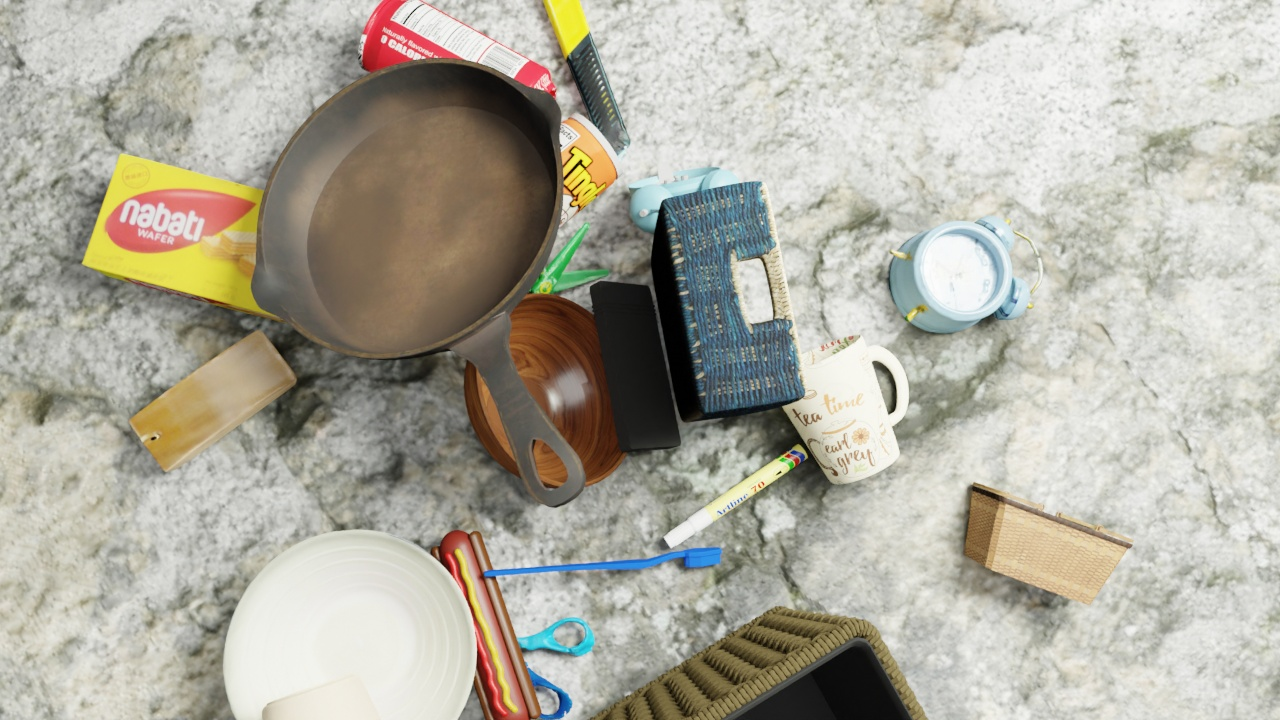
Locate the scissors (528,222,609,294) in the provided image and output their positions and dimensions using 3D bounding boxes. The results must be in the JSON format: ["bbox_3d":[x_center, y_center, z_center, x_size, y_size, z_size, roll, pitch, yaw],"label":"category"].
[{"bbox_3d":[-0.076,-0.051,0.721,0.128,0.012,0.120,-13,122,-31],"label":"scissors"}]

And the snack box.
[{"bbox_3d":[-0.309,-0.087,0.708,0.200,0.042,0.092,15,82,-3],"label":"snack box"}]

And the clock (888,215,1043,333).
[{"bbox_3d":[0.267,-0.071,0.749,0.124,0.052,0.088,-10,83,-5],"label":"clock"}]

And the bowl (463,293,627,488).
[{"bbox_3d":[-0.079,0.029,0.692,0.147,0.069,0.147,19,61,-39],"label":"bowl"}]

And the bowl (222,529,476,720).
[{"bbox_3d":[-0.208,0.212,0.677,0.176,0.058,0.176,1,84,-5],"label":"bowl"}]

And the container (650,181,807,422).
[{"bbox_3d":[0.054,-0.032,0.659,0.071,0.187,0.145,-10,85,-2],"label":"container"}]

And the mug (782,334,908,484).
[{"bbox_3d":[0.170,0.033,0.730,0.121,0.081,0.097,-28,94,-34],"label":"mug"}]

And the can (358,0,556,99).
[{"bbox_3d":[-0.141,-0.223,0.720,0.142,0.074,0.074,28,82,-1],"label":"can"}]

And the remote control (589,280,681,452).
[{"bbox_3d":[-0.004,0.004,0.714,0.058,0.013,0.133,2,72,-45],"label":"remote control"}]

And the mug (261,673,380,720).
[{"bbox_3d":[-0.216,0.272,0.606,0.112,0.085,0.104,-24,76,22],"label":"mug"}]

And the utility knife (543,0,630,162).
[{"bbox_3d":[-0.044,-0.238,0.757,0.028,0.020,0.171,-19,85,-5],"label":"utility knife"}]

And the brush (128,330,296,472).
[{"bbox_3d":[-0.320,0.031,0.697,0.117,0.039,0.049,-38,88,-7],"label":"brush"}]

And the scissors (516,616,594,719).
[{"bbox_3d":[-0.106,0.233,0.705,0.135,0.015,0.086,10,82,-2],"label":"scissors"}]

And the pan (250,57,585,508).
[{"bbox_3d":[-0.126,-0.053,0.625,0.249,0.043,0.356,-33,68,2],"label":"pan"}]

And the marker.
[{"bbox_3d":[0.076,0.109,0.733,0.132,0.014,0.014,-33,87,-7],"label":"marker"}]

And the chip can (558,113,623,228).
[{"bbox_3d":[-0.112,-0.103,0.716,0.210,0.062,0.062,-41,89,-7],"label":"chip can"}]

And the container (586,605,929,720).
[{"bbox_3d":[0.029,0.312,0.610,0.320,0.205,0.176,-29,87,-7],"label":"container"}]

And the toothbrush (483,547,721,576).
[{"bbox_3d":[-0.026,0.158,0.705,0.186,0.016,0.011,-2,91,-16],"label":"toothbrush"}]

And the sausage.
[{"bbox_3d":[-0.116,0.201,0.687,0.040,0.040,0.155,-20,79,-7],"label":"sausage"}]

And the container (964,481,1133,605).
[{"bbox_3d":[0.316,0.145,0.728,0.114,0.063,0.061,20,90,-2],"label":"container"}]

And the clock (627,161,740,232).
[{"bbox_3d":[0.032,-0.127,0.700,0.087,0.123,0.042,-13,107,-6],"label":"clock"}]
